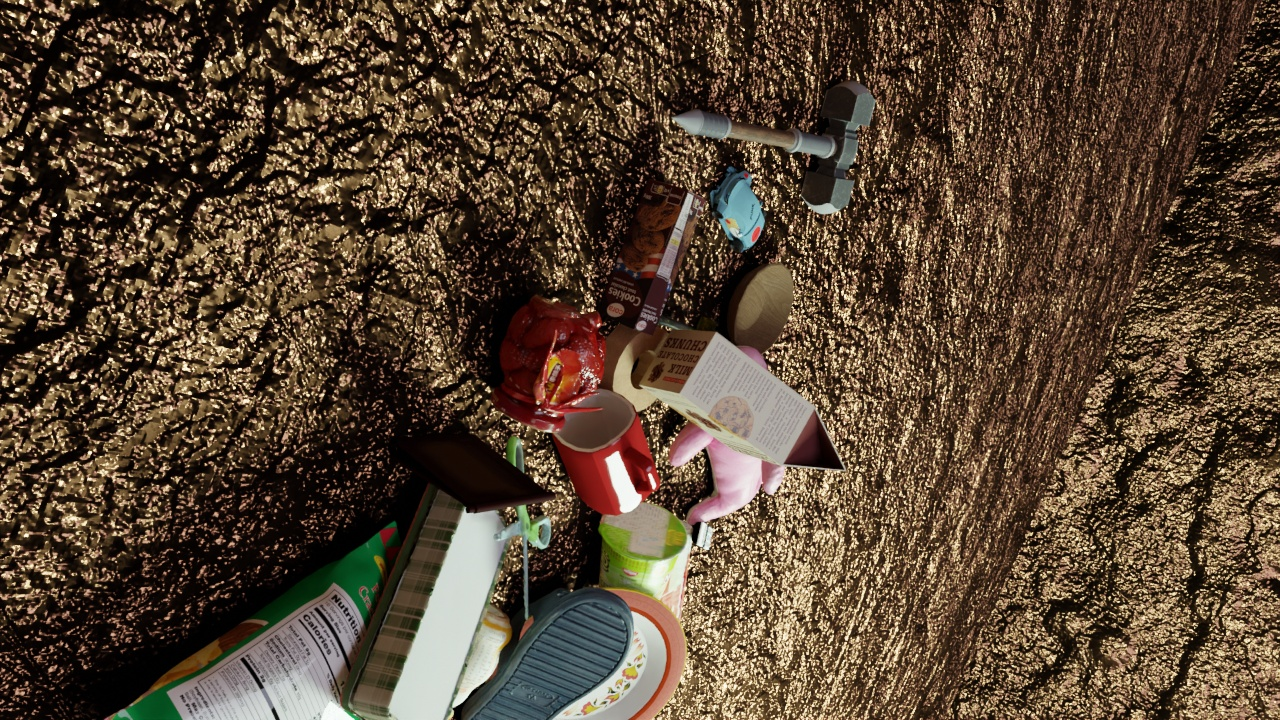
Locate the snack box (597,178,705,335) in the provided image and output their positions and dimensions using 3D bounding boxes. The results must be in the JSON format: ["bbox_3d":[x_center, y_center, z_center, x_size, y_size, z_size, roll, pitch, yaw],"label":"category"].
[{"bbox_3d":[0.010,-0.100,0.893,0.031,0.051,0.141,16,96,-53],"label":"snack box"}]

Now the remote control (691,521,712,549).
[{"bbox_3d":[0.077,0.220,1.149,0.124,0.012,0.028,56,46,-73],"label":"remote control"}]

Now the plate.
[{"bbox_3d":[-0.059,0.342,1.014,0.229,0.021,0.230,-8,116,-17],"label":"plate"}]

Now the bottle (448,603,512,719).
[{"bbox_3d":[-0.170,0.285,0.876,0.108,0.063,0.063,-61,143,-7],"label":"bottle"}]

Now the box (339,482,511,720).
[{"bbox_3d":[-0.173,0.206,0.766,0.118,0.050,0.205,71,29,-53],"label":"box"}]

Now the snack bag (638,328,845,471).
[{"bbox_3d":[0.113,0.054,0.942,0.206,0.094,0.069,35,80,-22],"label":"snack bag"}]

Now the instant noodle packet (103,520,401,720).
[{"bbox_3d":[-0.273,0.269,0.717,0.251,0.090,0.196,-35,132,-42],"label":"instant noodle packet"}]

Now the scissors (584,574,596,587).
[{"bbox_3d":[-0.084,0.324,1.043,0.132,0.012,0.170,-35,137,-37],"label":"scissors"}]

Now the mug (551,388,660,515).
[{"bbox_3d":[-0.025,0.097,0.906,0.080,0.116,0.097,-40,136,-23],"label":"mug"}]

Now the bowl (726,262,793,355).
[{"bbox_3d":[0.136,-0.063,1.085,0.117,0.030,0.118,-27,129,-40],"label":"bowl"}]

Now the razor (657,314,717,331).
[{"bbox_3d":[0.041,-0.037,0.993,0.105,0.026,0.042,18,97,-49],"label":"razor"}]

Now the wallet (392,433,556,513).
[{"bbox_3d":[-0.140,0.093,0.762,0.091,0.116,0.018,0,110,-51],"label":"wallet"}]

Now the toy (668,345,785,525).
[{"bbox_3d":[0.129,0.102,1.091,0.186,0.128,0.266,-30,140,-27],"label":"toy"}]

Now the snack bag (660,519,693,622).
[{"bbox_3d":[0.020,0.308,1.144,0.077,0.041,0.225,-18,125,-44],"label":"snack bag"}]

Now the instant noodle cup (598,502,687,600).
[{"bbox_3d":[-0.005,0.231,1.030,0.098,0.099,0.108,-21,132,-44],"label":"instant noodle cup"}]

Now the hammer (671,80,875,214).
[{"bbox_3d":[0.142,-0.242,0.990,0.321,0.043,0.156,-6,114,-47],"label":"hammer"}]

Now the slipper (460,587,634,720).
[{"bbox_3d":[-0.094,0.295,0.925,0.101,0.082,0.264,28,121,-18],"label":"slipper"}]

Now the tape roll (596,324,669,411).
[{"bbox_3d":[-0.006,0.006,0.952,0.093,0.027,0.094,-27,129,-40],"label":"tape roll"}]

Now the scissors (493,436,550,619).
[{"bbox_3d":[-0.110,0.157,0.865,0.172,0.021,0.171,36,52,-84],"label":"scissors"}]

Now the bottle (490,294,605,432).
[{"bbox_3d":[-0.076,0.002,0.803,0.098,0.099,0.111,14,104,-53],"label":"bottle"}]

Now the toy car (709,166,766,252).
[{"bbox_3d":[0.115,-0.160,1.007,0.060,0.027,0.108,-55,142,-14],"label":"toy car"}]
